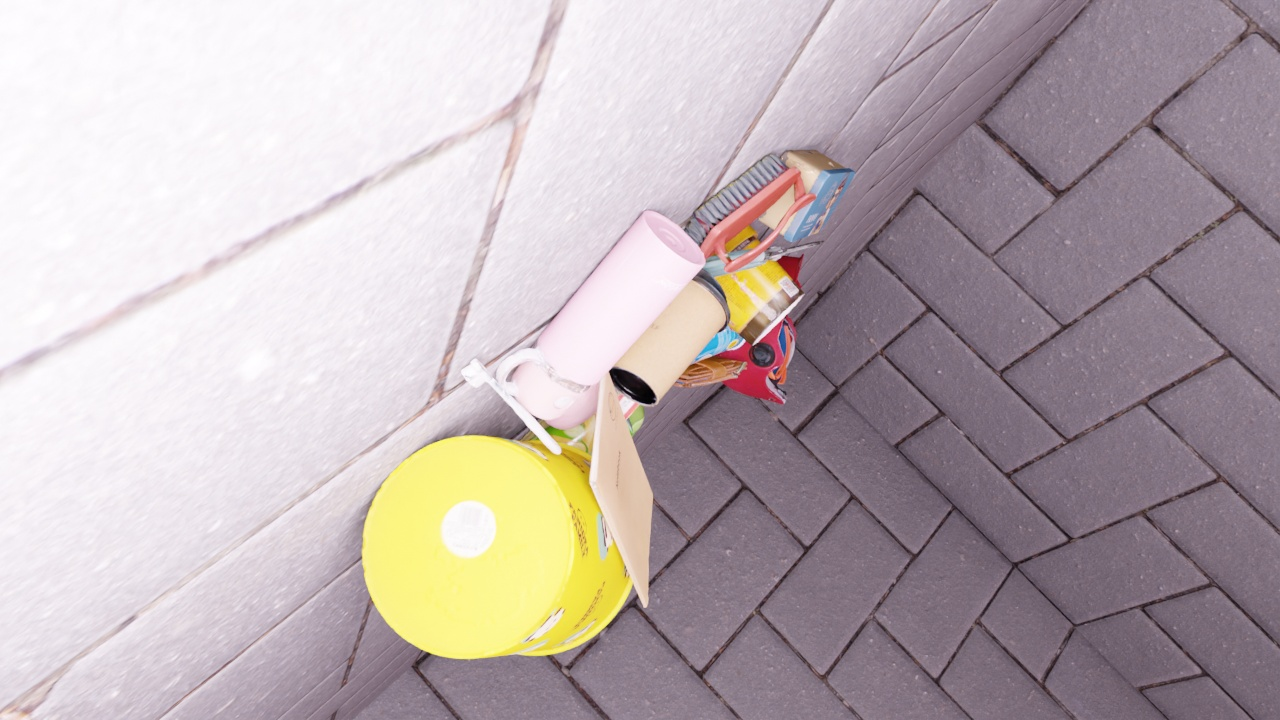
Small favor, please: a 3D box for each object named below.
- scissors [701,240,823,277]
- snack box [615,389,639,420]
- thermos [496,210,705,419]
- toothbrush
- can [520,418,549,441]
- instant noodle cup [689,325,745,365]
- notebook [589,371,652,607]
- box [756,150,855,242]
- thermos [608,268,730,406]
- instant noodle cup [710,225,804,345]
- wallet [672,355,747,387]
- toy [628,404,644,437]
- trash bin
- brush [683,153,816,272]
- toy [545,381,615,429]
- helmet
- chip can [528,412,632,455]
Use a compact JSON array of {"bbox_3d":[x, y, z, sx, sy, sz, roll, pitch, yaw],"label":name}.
[{"bbox_3d":[0.121,-0.112,1.025,0.180,0.019,0.143,-13,178,0],"label":"scissors"},{"bbox_3d":[-0.006,0.006,1.054,0.077,0.027,0.155,-49,-165,34],"label":"snack box"},{"bbox_3d":[-0.040,-0.035,0.765,0.087,0.067,0.199,18,125,-45],"label":"thermos"},{"bbox_3d":[-0.103,0.045,0.765,0.016,0.016,0.180,-35,148,-1],"label":"toothbrush"},{"bbox_3d":[-0.110,0.106,1.162,0.102,0.057,0.083,-45,170,5],"label":"can"},{"bbox_3d":[0.074,-0.040,1.234,0.109,0.099,0.099,-28,164,-38],"label":"instant noodle cup"},{"bbox_3d":[-0.016,0.130,0.925,0.147,0.008,0.208,-87,164,-46],"label":"notebook"},{"bbox_3d":[0.185,-0.189,1.040,0.090,0.061,0.183,-63,167,24],"label":"box"},{"bbox_3d":[0.028,-0.026,0.946,0.143,0.093,0.093,-54,178,-26],"label":"thermos"},{"bbox_3d":[0.133,-0.090,1.150,0.118,0.114,0.118,-44,172,-8],"label":"instant noodle cup"},{"bbox_3d":[0.074,0.014,1.268,0.119,0.035,0.130,8,-167,43],"label":"wallet"},{"bbox_3d":[-0.068,0.110,1.291,0.226,0.090,0.247,-50,-178,-39],"label":"toy"},{"bbox_3d":[-0.129,0.177,0.878,0.229,0.229,0.255,-44,167,-3],"label":"trash bin"},{"bbox_3d":[0.113,-0.146,0.907,0.145,0.069,0.063,-40,173,-26],"label":"brush"},{"bbox_3d":[-0.061,0.020,0.953,0.121,0.054,0.159,-54,170,0],"label":"toy"},{"bbox_3d":[0.168,-0.057,1.392,0.206,0.144,0.240,-68,163,-48],"label":"helmet"},{"bbox_3d":[-0.111,0.120,1.069,0.221,0.072,0.073,-36,171,-9],"label":"chip can"}]
